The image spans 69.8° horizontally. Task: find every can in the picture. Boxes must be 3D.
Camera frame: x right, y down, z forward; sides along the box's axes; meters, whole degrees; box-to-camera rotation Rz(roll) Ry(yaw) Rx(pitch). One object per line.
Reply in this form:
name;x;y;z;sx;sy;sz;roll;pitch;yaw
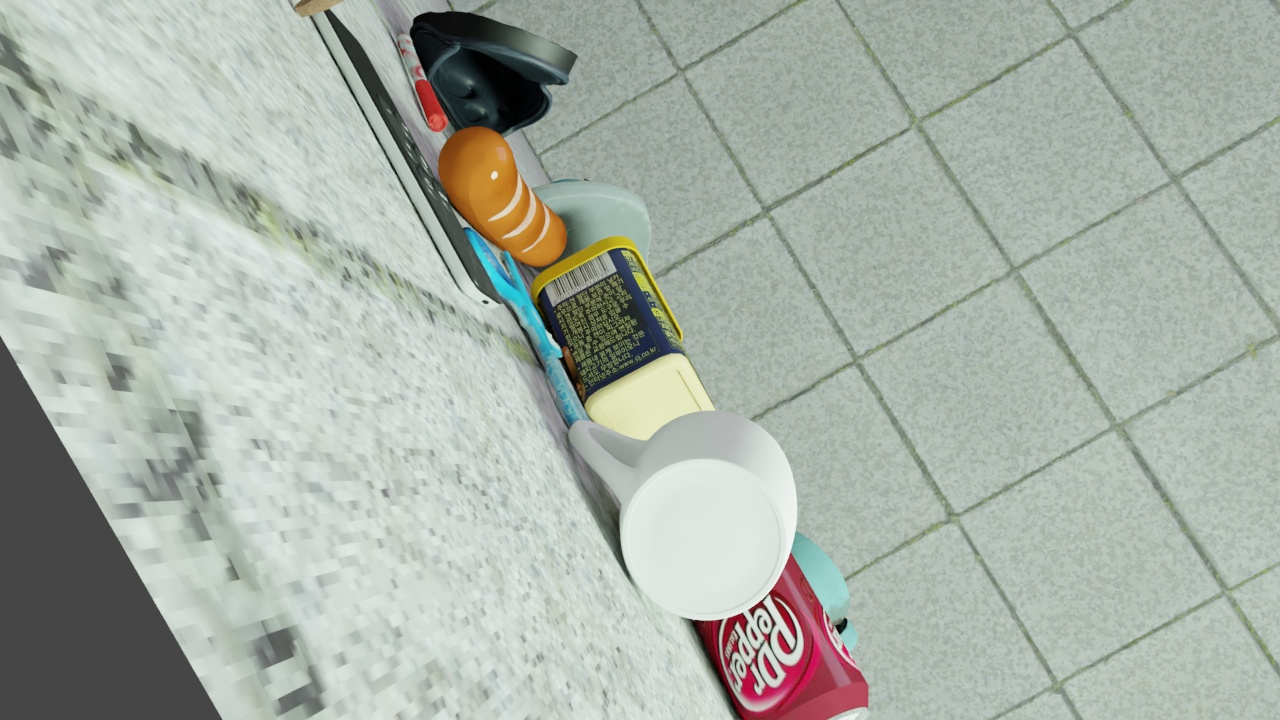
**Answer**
can;-0.004;0.004;0.604;0.104;0.075;0.135;65;4;35
can;0.064;0.139;0.469;0.114;0.063;0.063;61;3;34

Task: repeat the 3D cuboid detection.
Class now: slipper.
slipper;-0.037;-0.093;0.716;0.269;0.098;0.054;57;18;-73
slipper;-0.133;-0.221;0.739;0.108;0.083;0.265;15;10;-27

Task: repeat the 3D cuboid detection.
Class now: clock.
clock;0.097;0.167;0.621;0.090;0.053;0.124;3;-57;48

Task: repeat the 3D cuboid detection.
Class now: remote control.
remote control;-0.101;-0.088;0.401;0.146;0.008;0.045;60;2;9

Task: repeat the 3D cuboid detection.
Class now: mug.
mug;0.016;0.060;0.412;0.114;0.081;0.087;29;8;3

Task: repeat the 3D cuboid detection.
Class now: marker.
marker;-0.151;-0.193;0.624;0.013;0.013;0.142;58;3;-45

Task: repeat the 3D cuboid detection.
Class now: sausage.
sausage;-0.076;-0.087;0.515;0.164;0.044;0.039;49;52;-80

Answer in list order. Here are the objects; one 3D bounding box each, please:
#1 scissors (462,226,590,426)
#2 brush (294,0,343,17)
scissors;-0.060;-0.023;0.473;0.140;0.011;0.134;58;6;-48
brush;-0.073;-0.171;0.356;0.008;0.143;0.045;56;13;-44
